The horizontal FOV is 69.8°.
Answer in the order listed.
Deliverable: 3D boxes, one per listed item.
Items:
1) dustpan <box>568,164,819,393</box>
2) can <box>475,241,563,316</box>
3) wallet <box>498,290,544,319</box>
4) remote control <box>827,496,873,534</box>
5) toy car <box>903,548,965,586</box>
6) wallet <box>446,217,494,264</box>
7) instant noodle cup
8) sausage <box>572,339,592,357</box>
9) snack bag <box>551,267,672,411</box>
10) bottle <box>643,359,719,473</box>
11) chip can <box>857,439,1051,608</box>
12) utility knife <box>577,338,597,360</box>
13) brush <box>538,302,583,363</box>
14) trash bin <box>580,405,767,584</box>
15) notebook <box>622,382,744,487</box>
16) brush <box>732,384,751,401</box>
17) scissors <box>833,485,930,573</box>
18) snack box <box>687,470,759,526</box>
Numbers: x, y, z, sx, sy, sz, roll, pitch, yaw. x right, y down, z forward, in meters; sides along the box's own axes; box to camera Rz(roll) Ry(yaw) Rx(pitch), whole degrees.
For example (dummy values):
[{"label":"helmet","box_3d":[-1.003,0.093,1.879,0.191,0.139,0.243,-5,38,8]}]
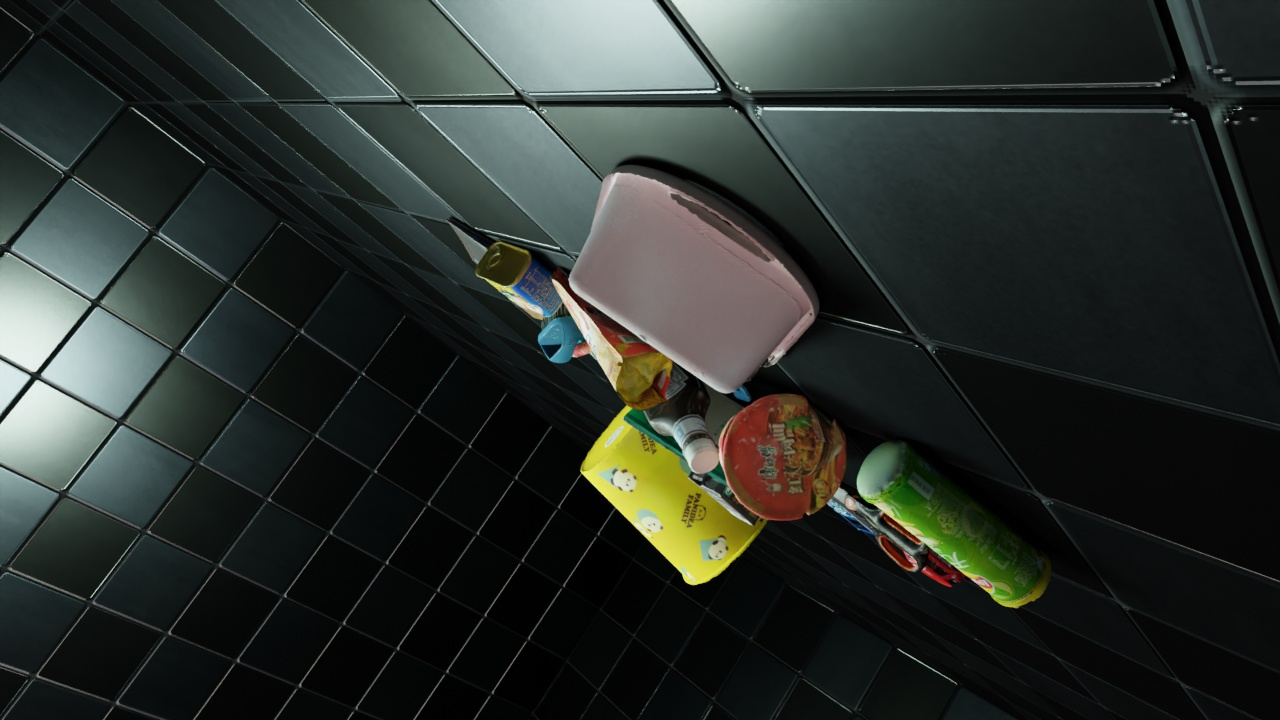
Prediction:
[{"label":"dustpan","box_3d":[0.057,-0.083,0.798,0.222,0.139,0.273,33,-162,0]},{"label":"can","box_3d":[-0.155,-0.106,1.213,0.102,0.057,0.083,23,167,49]},{"label":"wallet","box_3d":[-0.141,-0.079,1.344,0.101,0.020,0.115,14,164,29]},{"label":"remote control","box_3d":[0.302,0.216,1.339,0.125,0.024,0.049,40,168,-23]},{"label":"toy car","box_3d":[0.385,0.260,1.231,0.120,0.045,0.053,39,168,-14]},{"label":"wallet","box_3d":[-0.221,-0.153,1.311,0.096,0.020,0.122,31,167,19]},{"label":"instant noodle cup","box_3d":[0.150,0.106,1.041,0.138,0.138,0.108,35,176,-4]},{"label":"sausage","box_3d":[-0.072,-0.021,1.287,0.020,0.020,0.156,37,160,-15]},{"label":"snack bag","box_3d":[-0.036,-0.028,1.118,0.128,0.073,0.208,42,-175,-40]},{"label":"bottle","box_3d":[0.047,0.060,1.094,0.044,0.080,0.194,48,-170,-36]},{"label":"chip can","box_3d":[0.317,0.166,0.935,0.221,0.072,0.073,38,169,-15]},{"label":"utility knife","box_3d":[-0.096,-0.034,1.404,0.029,0.013,0.171,49,177,-29]},{"label":"brush","box_3d":[-0.108,-0.034,1.277,0.055,0.073,0.144,9,166,-17]},{"label":"trash bin","box_3d":[0.058,0.192,1.489,0.255,0.229,0.230,42,169,-8]},{"label":"notebook","box_3d":[0.099,0.095,1.165,0.209,0.150,0.012,32,126,14]},{"label":"brush","box_3d":[0.051,-0.019,1.040,0.083,0.045,0.254,16,163,49]},{"label":"scissors","box_3d":[0.295,0.213,1.246,0.235,0.021,0.125,13,119,55]},{"label":"snack box","box_3d":[0.145,0.156,1.305,0.053,0.113,0.125,22,165,47]}]
